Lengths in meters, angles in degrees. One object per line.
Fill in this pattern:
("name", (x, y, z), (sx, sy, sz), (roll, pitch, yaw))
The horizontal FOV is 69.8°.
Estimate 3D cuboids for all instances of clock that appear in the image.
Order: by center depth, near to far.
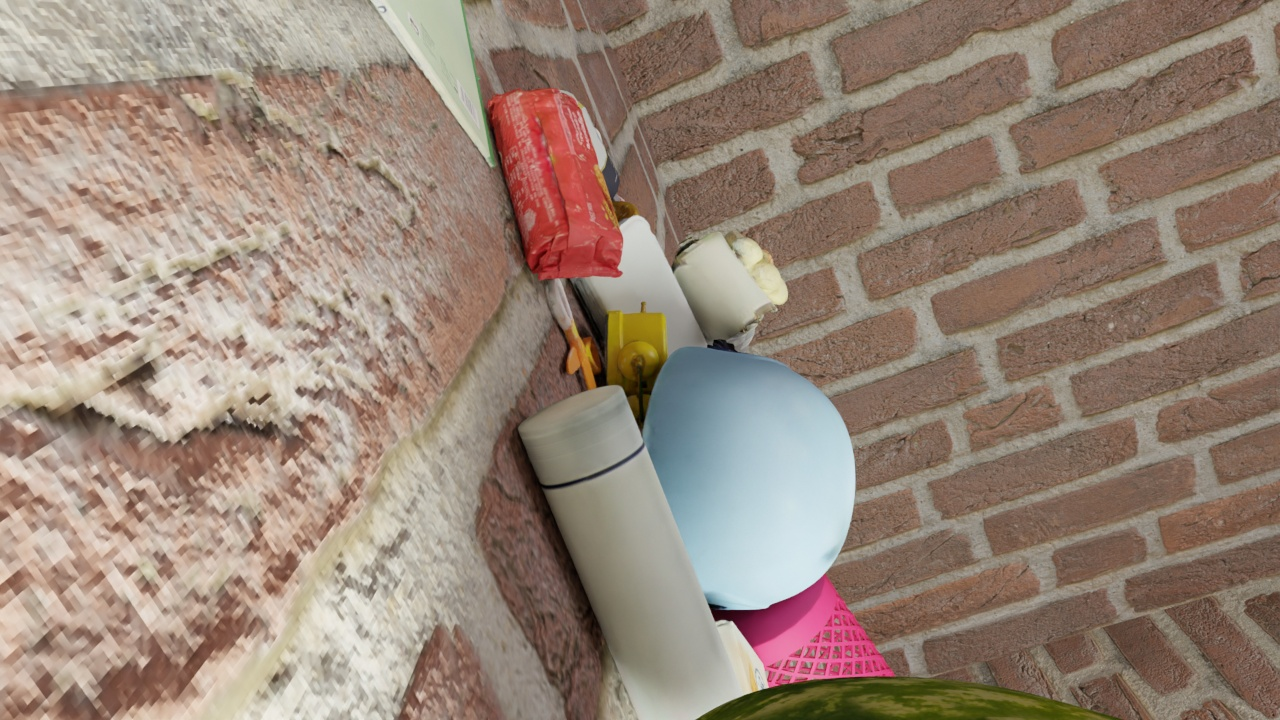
("clock", (-0.005, 0.005, 0.787), (0.118, 0.057, 0.083), (-90, 177, -53))

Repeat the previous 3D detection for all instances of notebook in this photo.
("notebook", (-0.162, -0.287, 0.666), (0.182, 0.010, 0.252), (55, 18, -60))

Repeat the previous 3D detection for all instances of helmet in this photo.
("helmet", (0.085, 0.217, 0.306), (0.244, 0.247, 0.212), (145, -48, -59))
("helmet", (0.089, 0.096, 0.762), (0.265, 0.167, 0.225), (29, 63, -64))

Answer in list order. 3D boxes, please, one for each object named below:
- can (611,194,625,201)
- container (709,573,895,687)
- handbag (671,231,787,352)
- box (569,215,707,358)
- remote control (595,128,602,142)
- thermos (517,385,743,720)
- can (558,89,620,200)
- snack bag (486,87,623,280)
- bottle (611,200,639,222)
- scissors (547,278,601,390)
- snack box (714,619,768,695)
("can", (-0.038, -0.155, 0.990), (0.096, 0.054, 0.054), (-17, 87, -81))
("container", (0.158, 0.310, 0.825), (0.226, 0.183, 0.183), (61, 11, -11))
("handbag", (0.088, -0.062, 0.980), (0.112, 0.123, 0.172), (52, -17, 12))
("box", (-0.023, -0.034, 0.901), (0.107, 0.110, 0.216), (-45, 122, -32))
("remote control", (-0.072, -0.228, 0.955), (0.143, 0.049, 0.024), (-29, 98, -81))
("thermos", (0.000, 0.129, 0.542), (0.067, 0.068, 0.230), (-63, 132, -78))
("can", (-0.068, -0.197, 0.864), (0.127, 0.064, 0.064), (58, 15, -54))
("snack bag", (-0.067, -0.141, 0.709), (0.082, 0.082, 0.176), (49, 21, -67))
("bottle", (-0.009, -0.077, 0.961), (0.053, 0.053, 0.186), (-101, 176, -47))
("scissors", (-0.051, -0.013, 0.728), (0.125, 0.011, 0.129), (-80, 148, -76))
("snack box", (0.074, 0.302, 0.646), (0.104, 0.057, 0.207), (60, 13, -50))
